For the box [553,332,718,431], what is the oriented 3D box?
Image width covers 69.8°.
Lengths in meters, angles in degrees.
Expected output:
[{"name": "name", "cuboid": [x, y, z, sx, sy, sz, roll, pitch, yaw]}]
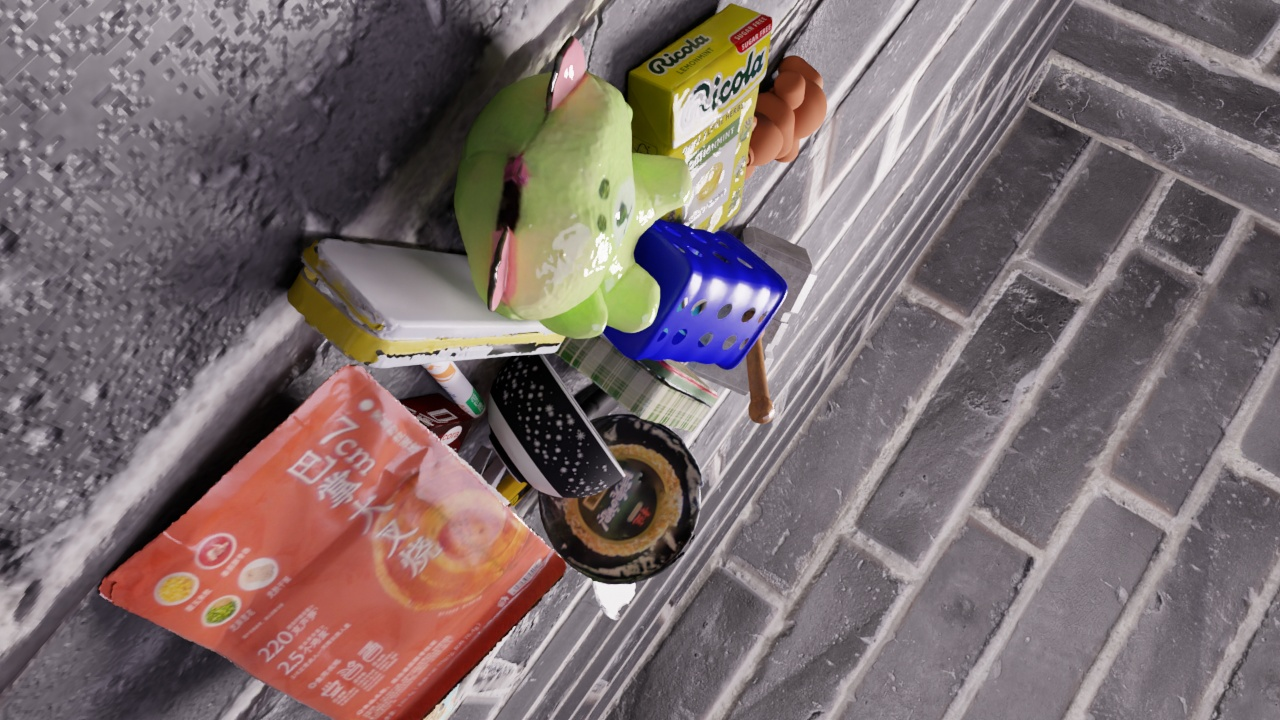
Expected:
[{"name": "box", "cuboid": [-0.004, 0.004, 0.754, 0.051, 0.118, 0.205, -56, 162, 3]}]

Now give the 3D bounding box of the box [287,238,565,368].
[{"name": "box", "cuboid": [-0.101, -0.031, 0.501, 0.037, 0.064, 0.209, -54, 165, 14]}]

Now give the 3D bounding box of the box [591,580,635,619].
[{"name": "box", "cuboid": [-0.037, 0.163, 0.909, 0.126, 0.156, 0.084, -51, 163, 21]}]

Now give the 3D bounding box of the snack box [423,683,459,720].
[{"name": "snack box", "cuboid": [-0.204, 0.292, 0.838, 0.074, 0.053, 0.175, -39, 157, -48]}]

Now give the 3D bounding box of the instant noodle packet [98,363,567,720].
[{"name": "instant noodle packet", "cuboid": [-0.161, 0.114, 0.523, 0.164, 0.084, 0.221, -44, 143, -9]}]

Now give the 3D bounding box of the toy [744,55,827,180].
[{"name": "toy", "cuboid": [0.111, -0.208, 0.810, 0.127, 0.065, 0.095, -41, 151, -21]}]

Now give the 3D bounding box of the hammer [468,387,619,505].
[{"name": "hammer", "cuboid": [-0.075, 0.078, 0.811, 0.322, 0.029, 0.127, -44, 152, -52]}]

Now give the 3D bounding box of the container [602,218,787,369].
[{"name": "container", "cuboid": [0.028, -0.048, 0.650, 0.113, 0.085, 0.085, 4, 125, -49]}]

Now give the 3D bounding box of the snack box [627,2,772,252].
[{"name": "snack box", "cuboid": [0.040, -0.152, 0.677, 0.121, 0.045, 0.181, -43, 153, -32]}]

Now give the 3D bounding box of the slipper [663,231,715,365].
[{"name": "slipper", "cuboid": [0.047, -0.051, 0.901, 0.118, 0.060, 0.295, -54, 165, -22]}]

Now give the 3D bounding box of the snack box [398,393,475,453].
[{"name": "snack box", "cuboid": [-0.164, 0.091, 0.605, 0.141, 0.032, 0.051, -61, 163, 14]}]

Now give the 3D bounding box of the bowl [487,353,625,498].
[{"name": "bowl", "cuboid": [-0.072, 0.054, 0.669, 0.066, 0.120, 0.120, -35, 161, -4]}]

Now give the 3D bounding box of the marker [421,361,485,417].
[{"name": "marker", "cuboid": [-0.125, 0.008, 0.587, 0.017, 0.017, 0.145, -53, 164, -14]}]

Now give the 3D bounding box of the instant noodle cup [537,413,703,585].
[{"name": "instant noodle cup", "cuboid": [-0.012, 0.118, 0.802, 0.137, 0.137, 0.112, -56, 172, -3]}]

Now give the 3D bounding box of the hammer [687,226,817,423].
[{"name": "hammer", "cuboid": [0.112, -0.011, 0.904, 0.317, 0.083, 0.163, -79, -167, -68]}]

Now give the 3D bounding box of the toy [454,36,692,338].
[{"name": "toy", "cuboid": [-0.042, -0.086, 0.506, 0.196, 0.107, 0.150, 24, 79, -65]}]
